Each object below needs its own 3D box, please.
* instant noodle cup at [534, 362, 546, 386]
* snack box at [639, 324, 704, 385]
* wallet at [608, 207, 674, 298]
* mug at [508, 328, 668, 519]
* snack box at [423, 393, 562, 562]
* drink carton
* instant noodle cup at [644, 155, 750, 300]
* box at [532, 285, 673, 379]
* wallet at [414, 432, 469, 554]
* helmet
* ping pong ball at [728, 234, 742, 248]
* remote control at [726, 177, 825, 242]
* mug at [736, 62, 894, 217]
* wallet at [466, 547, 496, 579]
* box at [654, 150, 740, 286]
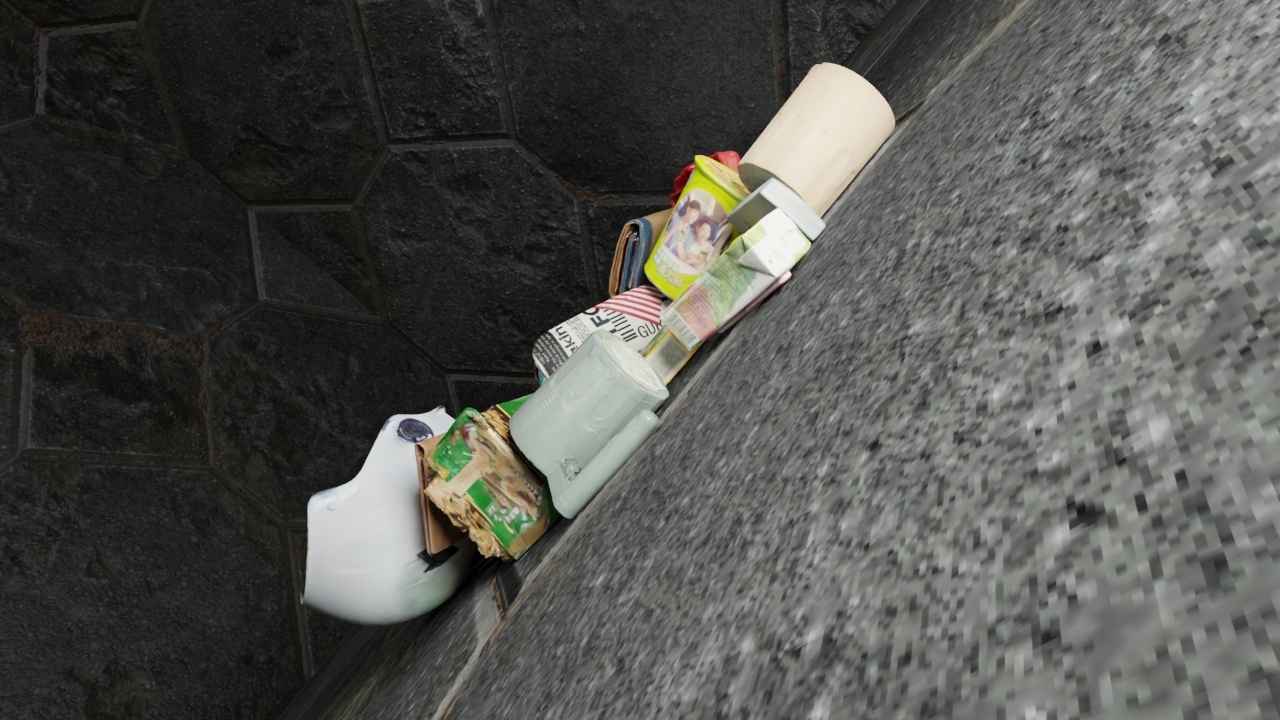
[{"bbox_3d":[-0.099,0.026,1.290,0.111,0.111,0.120,-48,12,10],"label":"instant noodle cup"},{"bbox_3d":[0.002,0.016,0.822,0.140,0.034,0.087,-51,5,2],"label":"snack box"},{"bbox_3d":[0.012,-0.113,0.960,0.115,0.033,0.090,-32,-38,-57],"label":"wallet"},{"bbox_3d":[-0.035,0.048,0.711,0.103,0.083,0.124,-47,32,14],"label":"mug"},{"bbox_3d":[-0.106,0.091,0.804,0.118,0.118,0.105,-46,-4,36],"label":"snack box"},{"bbox_3d":[0.070,-0.056,0.687,0.053,0.045,0.123,-40,-1,-40],"label":"drink carton"},{"bbox_3d":[0.066,-0.117,0.889,0.124,0.111,0.111,-55,2,21],"label":"instant noodle cup"},{"bbox_3d":[-0.033,-0.006,0.901,0.161,0.075,0.086,-30,-19,-31],"label":"box"},{"bbox_3d":[-0.163,0.114,0.863,0.020,0.115,0.101,14,25,38],"label":"wallet"},{"bbox_3d":[-0.239,0.179,0.990,0.257,0.146,0.230,-47,-14,-51],"label":"helmet"},{"bbox_3d":[0.091,-0.084,0.747,0.040,0.040,0.040,-49,5,5],"label":"ping pong ball"},{"bbox_3d":[0.107,-0.112,0.738,0.019,0.056,0.135,-49,4,-4],"label":"remote control"},{"bbox_3d":[0.144,-0.166,0.760,0.103,0.084,0.124,-51,-19,-6],"label":"mug"},{"bbox_3d":[-0.127,0.162,0.924,0.123,0.020,0.096,-43,13,45],"label":"wallet"},{"bbox_3d":[0.068,-0.154,1.056,0.201,0.069,0.157,-172,93,-77],"label":"box"}]
